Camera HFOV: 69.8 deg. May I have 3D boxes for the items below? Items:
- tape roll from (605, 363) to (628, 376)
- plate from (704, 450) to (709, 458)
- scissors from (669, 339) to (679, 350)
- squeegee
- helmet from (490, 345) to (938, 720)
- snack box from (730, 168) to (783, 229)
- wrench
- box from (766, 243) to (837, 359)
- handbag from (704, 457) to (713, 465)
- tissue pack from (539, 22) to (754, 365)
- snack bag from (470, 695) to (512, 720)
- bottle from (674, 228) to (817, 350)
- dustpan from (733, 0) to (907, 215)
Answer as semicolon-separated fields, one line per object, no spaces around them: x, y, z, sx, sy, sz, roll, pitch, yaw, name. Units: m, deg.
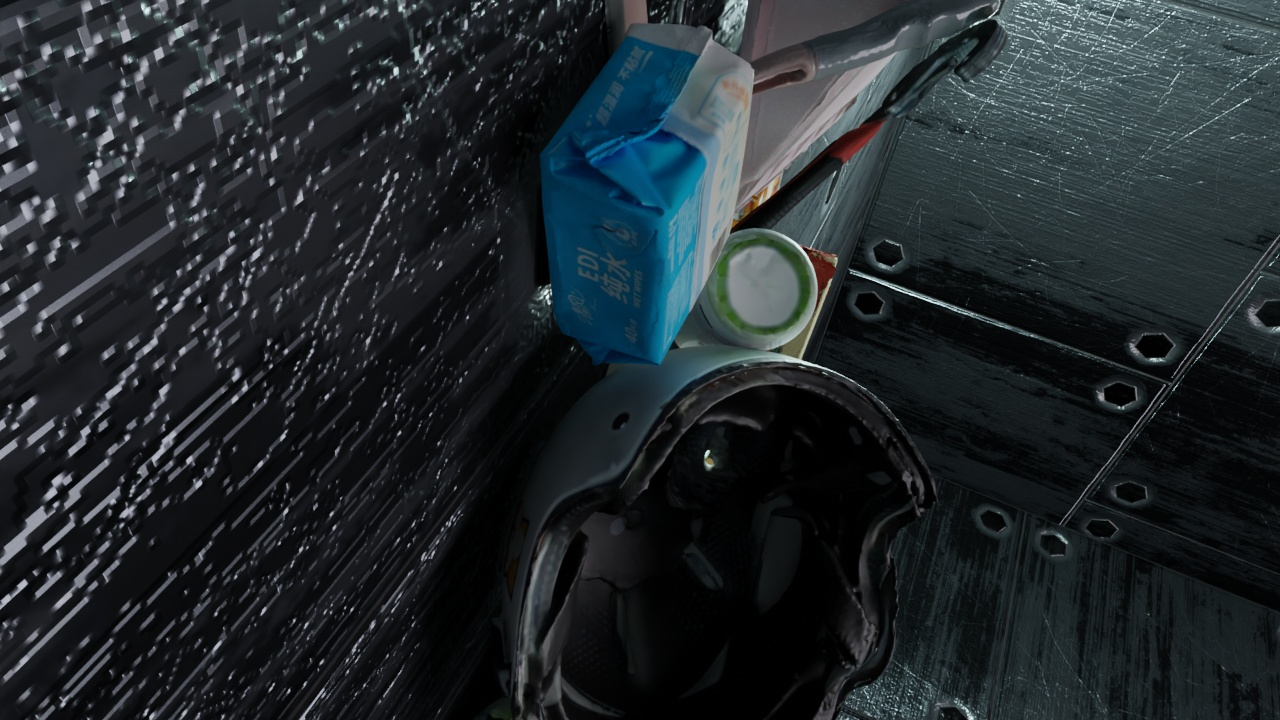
-0.004;0.004;0.611;0.085;0.014;0.086;23;89;-77;tape roll
0.089;0.008;0.977;0.230;0.027;0.230;22;89;-77;plate
0.033;0.024;0.795;0.131;0.019;0.186;-51;160;-53;scissors
0.086;-0.153;0.493;0.249;0.040;0.248;-28;154;-13;squeegee
0.021;0.110;0.516;0.157;0.229;0.274;-136;-127;-58;helmet
0.092;-0.112;0.791;0.154;0.026;0.075;95;21;-54;snack box
0.118;-0.123;0.599;0.274;0.016;0.056;-38;-160;38;wrench
0.137;-0.024;0.878;0.091;0.080;0.168;45;66;-77;box
0.005;0.180;0.852;0.178;0.063;0.164;-51;157;-44;handbag
0.000;-0.066;0.394;0.140;0.063;0.089;91;24;-60;tissue pack
-0.091;0.236;0.600;0.048;0.026;0.104;-41;167;8;snack bag
0.053;-0.031;0.590;0.197;0.068;0.068;146;-32;-81;bottle
0.122;-0.258;0.617;0.221;0.139;0.274;-45;178;-42;dustpan
